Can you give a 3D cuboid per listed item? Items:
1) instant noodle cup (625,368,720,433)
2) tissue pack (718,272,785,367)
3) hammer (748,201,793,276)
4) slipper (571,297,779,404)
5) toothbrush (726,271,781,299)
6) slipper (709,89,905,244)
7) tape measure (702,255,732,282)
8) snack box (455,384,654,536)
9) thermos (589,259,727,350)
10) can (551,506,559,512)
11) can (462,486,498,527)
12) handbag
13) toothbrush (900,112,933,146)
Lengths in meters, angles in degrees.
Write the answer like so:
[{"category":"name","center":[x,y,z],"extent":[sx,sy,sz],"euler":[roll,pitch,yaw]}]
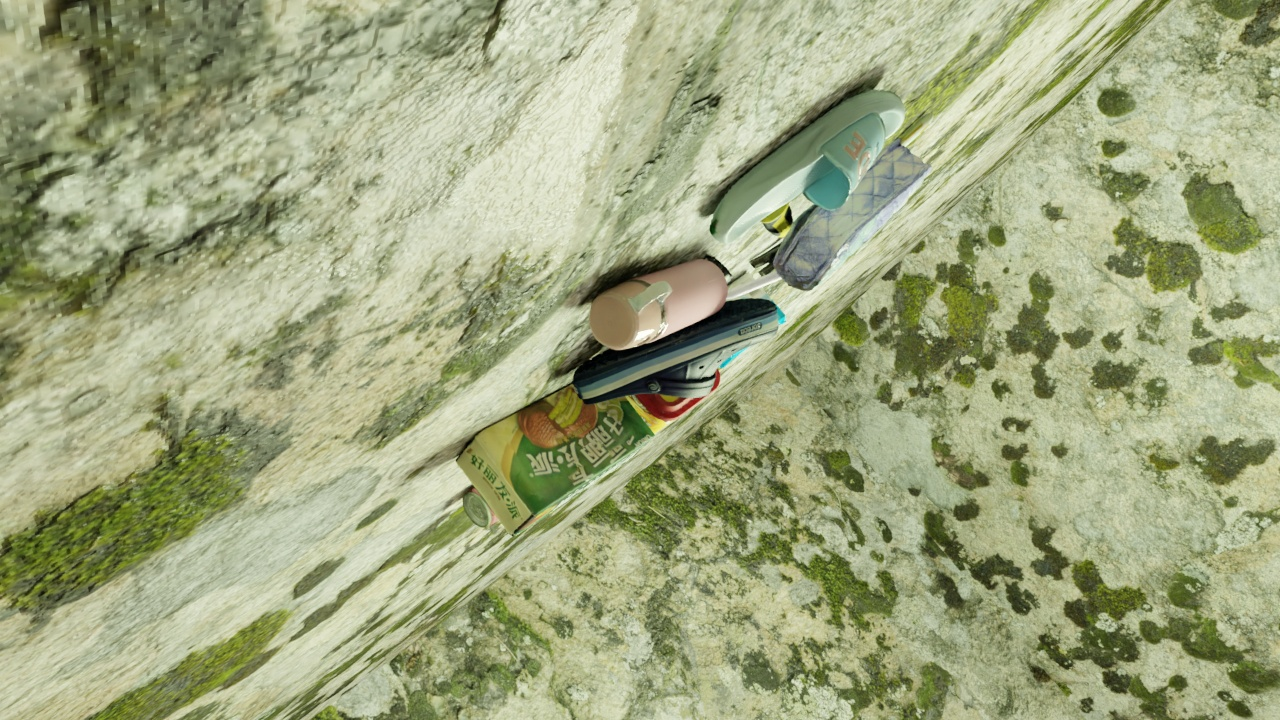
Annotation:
[{"category":"instant noodle cup","center":[0.026,0.033,1.214],"extent":[0.115,0.116,0.124],"euler":[-35,165,-28]},{"category":"tissue pack","center":[0.137,-0.057,1.321],"extent":[0.139,0.090,0.063],"euler":[-35,170,-27]},{"category":"hammer","center":[0.178,-0.165,1.151],"extent":[0.126,0.032,0.323],"euler":[-42,171,11]},{"category":"slipper","center":[0.047,0.005,1.059],"extent":[0.253,0.095,0.105],"euler":[-20,-165,3]},{"category":"toothbrush","center":[0.143,-0.095,1.243],"extent":[0.189,0.021,0.029],"euler":[-24,161,-1]},{"category":"slipper","center":[0.175,-0.184,0.912],"extent":[0.245,0.074,0.104],"euler":[-36,169,-13]},{"category":"tape measure","center":[0.073,-0.091,1.085],"extent":[0.066,0.033,0.065],"euler":[-43,169,10]},{"category":"snack box","center":[-0.096,0.104,1.107],"extent":[0.239,0.114,0.063],"euler":[-27,166,-49]},{"category":"thermos","center":[0.027,-0.063,0.927],"extent":[0.087,0.067,0.198],"euler":[-37,173,31]},{"category":"can","center":[-0.128,0.171,1.402],"extent":[0.102,0.083,0.057],"euler":[-40,171,5]},{"category":"can","center":[-0.181,0.179,1.310],"extent":[0.146,0.058,0.058],"euler":[-31,168,-42]},{"category":"handbag","center":[0.252,-0.178,1.096],"extent":[0.193,0.075,0.134],"euler":[-40,170,-27]},{"category":"toothbrush","center":[0.332,-0.275,1.281],"extent":[0.192,0.016,0.018],"euler":[-43,161,28]}]
